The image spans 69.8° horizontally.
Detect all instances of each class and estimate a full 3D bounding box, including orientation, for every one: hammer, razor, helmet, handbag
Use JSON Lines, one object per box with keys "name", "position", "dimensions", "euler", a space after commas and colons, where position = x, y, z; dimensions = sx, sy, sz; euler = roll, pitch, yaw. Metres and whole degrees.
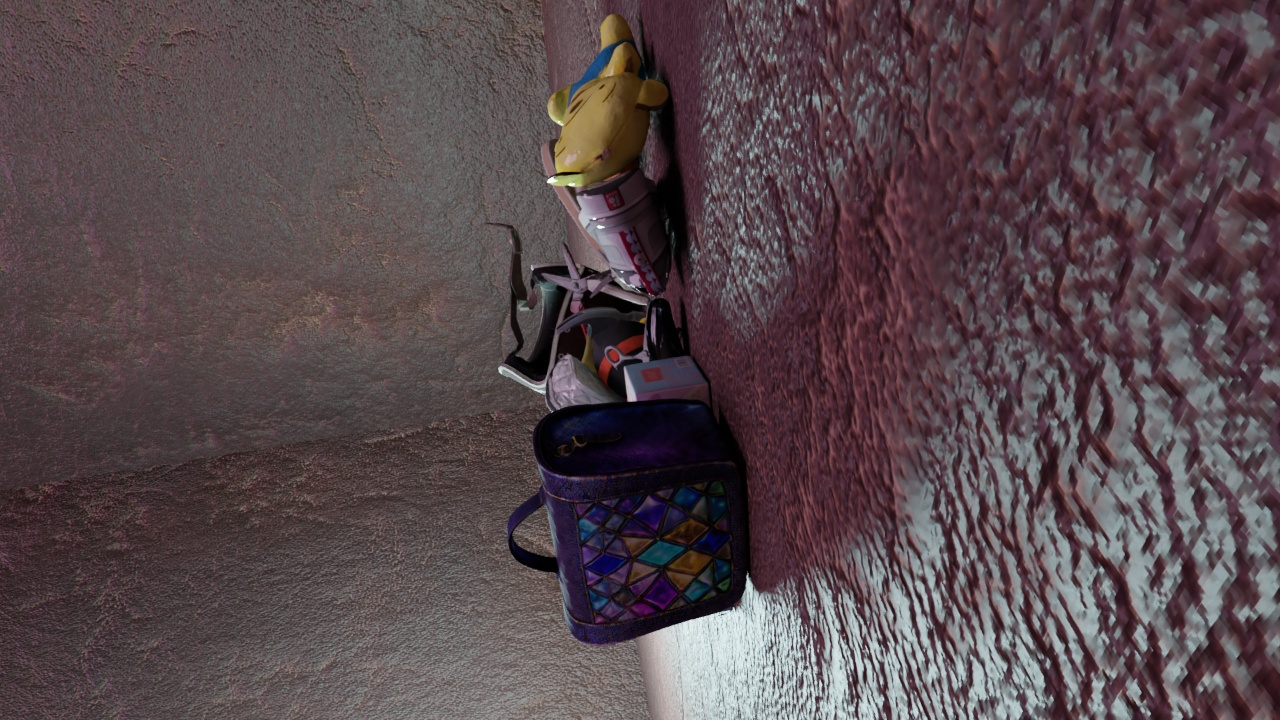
{"name": "hammer", "position": [-0.086, 0.055, 1.350], "dimensions": [0.025, 0.117, 0.334], "euler": [-101, 20, -47]}
{"name": "razor", "position": [0.021, -0.001, 1.047], "dimensions": [0.053, 0.063, 0.141], "euler": [-115, 16, -68]}
{"name": "helmet", "position": [-0.128, -0.058, 1.492], "dimensions": [0.234, 0.254, 0.233], "euler": [52, -128, -70]}
{"name": "handbag", "position": [-0.017, 0.154, 0.886], "dimensions": [0.125, 0.222, 0.205], "euler": [-110, 11, -60]}
{"name": "handbag", "position": [-0.041, 0.081, 1.243], "dimensions": [0.195, 0.072, 0.138], "euler": [39, -171, -17]}

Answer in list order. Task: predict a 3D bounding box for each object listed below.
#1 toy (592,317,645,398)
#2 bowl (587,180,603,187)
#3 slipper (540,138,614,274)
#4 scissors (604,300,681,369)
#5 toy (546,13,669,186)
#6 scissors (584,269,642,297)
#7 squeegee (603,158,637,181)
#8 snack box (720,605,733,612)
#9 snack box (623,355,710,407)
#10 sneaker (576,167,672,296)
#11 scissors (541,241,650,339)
{"name": "toy", "position": [-0.007, 0.007, 1.205], "dimensions": [0.098, 0.099, 0.119], "euler": [-52, 55, 27]}
{"name": "bowl", "position": [-0.053, -0.263, 1.300], "dimensions": [0.119, 0.032, 0.119], "euler": [-12, -90, -72]}
{"name": "slipper", "position": [-0.065, -0.234, 1.365], "dimensions": [0.115, 0.052, 0.262], "euler": [8, -132, -55]}
{"name": "scissors", "position": [0.011, 0.006, 1.114], "dimensions": [0.142, 0.014, 0.165], "euler": [-5, 109, 47]}
{"name": "toy", "position": [-0.037, -0.263, 0.973], "dimensions": [0.149, 0.084, 0.213], "euler": [-49, 29, 26]}
{"name": "scissors", "position": [-0.028, -0.119, 1.258], "dimensions": [0.153, 0.012, 0.164], "euler": [52, 133, 36]}
{"name": "squeegee", "position": [-0.033, -0.258, 1.210], "dimensions": [0.184, 0.055, 0.249], "euler": [-85, -13, -81]}
{"name": "snack box", "position": [0.068, 0.222, 1.088], "dimensions": [0.186, 0.031, 0.101], "euler": [-163, 64, -83]}
{"name": "snack box", "position": [0.029, 0.057, 0.982], "dimensions": [0.093, 0.079, 0.095], "euler": [-114, 16, -70]}
{"name": "sneaker", "position": [-0.007, -0.132, 1.027], "dimensions": [0.263, 0.097, 0.128], "euler": [-98, -14, -86]}
{"name": "scissors", "position": [-0.063, -0.088, 1.340], "dimensions": [0.015, 0.180, 0.199], "euler": [-11, -93, -55]}
